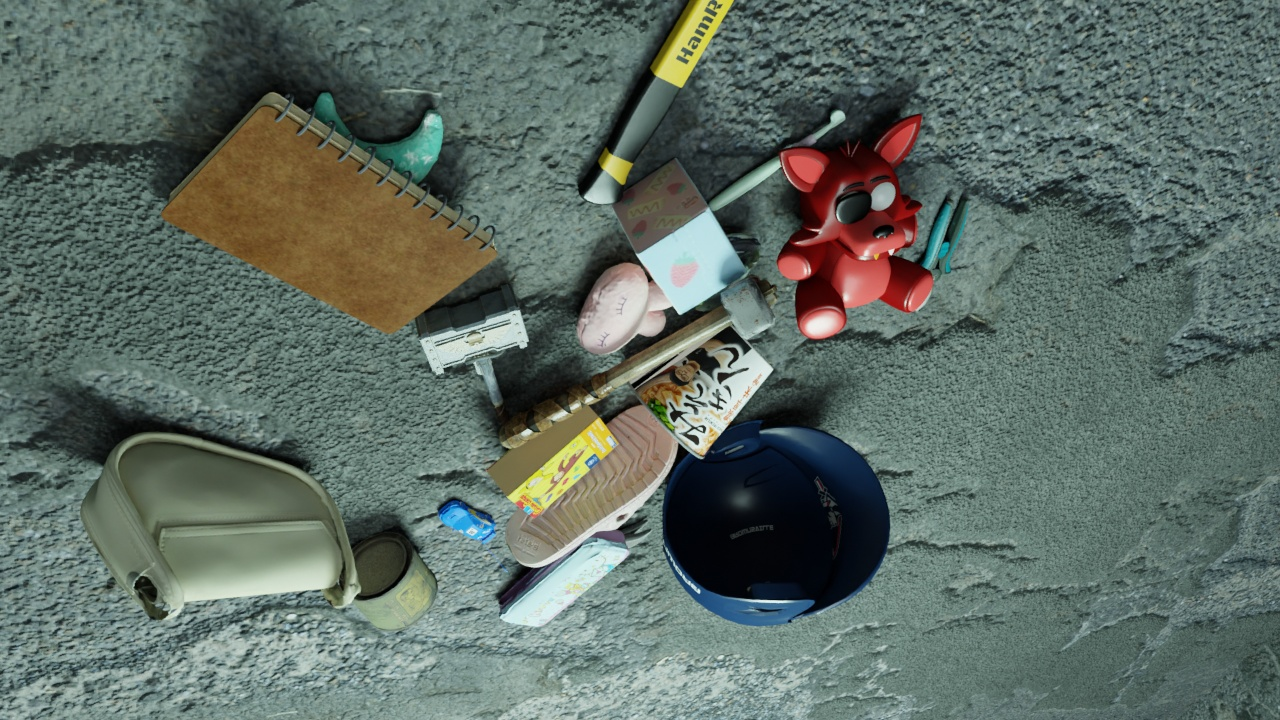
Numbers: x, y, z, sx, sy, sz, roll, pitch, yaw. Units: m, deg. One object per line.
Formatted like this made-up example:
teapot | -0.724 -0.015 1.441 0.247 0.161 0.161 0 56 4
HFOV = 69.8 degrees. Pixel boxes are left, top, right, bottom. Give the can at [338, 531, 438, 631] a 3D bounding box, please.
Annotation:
can | -0.292 0.255 1.062 0.090 0.089 0.075 -22 134 -3

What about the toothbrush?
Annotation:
toothbrush | 0.131 -0.193 0.890 0.155 0.015 0.022 -35 165 10

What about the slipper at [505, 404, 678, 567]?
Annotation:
slipper | -0.049 0.152 1.065 0.239 0.094 0.064 -40 156 2

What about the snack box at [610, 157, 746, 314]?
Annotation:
snack box | 0.035 -0.116 0.863 0.079 0.094 0.093 -32 135 7

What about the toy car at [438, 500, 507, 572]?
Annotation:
toy car | -0.194 0.209 1.081 0.033 0.061 0.092 -40 133 14

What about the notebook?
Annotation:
notebook | -0.250 -0.113 0.768 0.168 0.024 0.225 -30 137 30

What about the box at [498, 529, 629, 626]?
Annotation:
box | -0.101 0.280 1.177 0.076 0.033 0.215 18 131 -35

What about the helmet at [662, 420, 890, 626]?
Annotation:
helmet | 0.160 0.198 1.104 0.272 0.232 0.223 -16 158 6

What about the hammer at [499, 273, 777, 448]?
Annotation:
hammer | -0.005 0.005 0.918 0.319 0.121 0.049 -29 96 13

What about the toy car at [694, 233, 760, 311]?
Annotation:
toy car | 0.085 -0.092 0.949 0.048 0.033 0.106 -7 145 -25

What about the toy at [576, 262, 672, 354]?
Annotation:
toy | -0.012 -0.052 0.936 0.105 0.053 0.109 -8 134 -36

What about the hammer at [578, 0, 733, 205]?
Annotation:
hammer | 0.033 -0.267 0.776 0.169 0.034 0.325 16 124 -31

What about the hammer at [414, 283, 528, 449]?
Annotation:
hammer | -0.147 0.061 0.987 0.098 0.044 0.323 -18 136 -7

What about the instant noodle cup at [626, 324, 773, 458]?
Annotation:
instant noodle cup | 0.069 0.020 0.990 0.122 0.123 0.123 -44 132 6

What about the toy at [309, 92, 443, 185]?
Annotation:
toy | -0.218 -0.171 0.754 0.105 0.033 0.085 4 123 -25

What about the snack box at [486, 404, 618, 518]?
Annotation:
snack box | -0.094 0.105 1.001 0.125 0.040 0.088 -41 154 -6

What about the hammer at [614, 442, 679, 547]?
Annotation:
hammer | 0.016 0.119 1.120 0.119 0.030 0.332 15 120 -33

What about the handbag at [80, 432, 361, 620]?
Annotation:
handbag | -0.413 0.181 0.896 0.228 0.184 0.132 9 130 -49

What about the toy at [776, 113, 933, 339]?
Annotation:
toy | 0.214 -0.132 0.916 0.158 0.120 0.197 -16 126 -11

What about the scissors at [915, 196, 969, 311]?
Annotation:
scissors | 0.343 -0.119 1.042 0.138 0.019 0.136 -36 133 9
